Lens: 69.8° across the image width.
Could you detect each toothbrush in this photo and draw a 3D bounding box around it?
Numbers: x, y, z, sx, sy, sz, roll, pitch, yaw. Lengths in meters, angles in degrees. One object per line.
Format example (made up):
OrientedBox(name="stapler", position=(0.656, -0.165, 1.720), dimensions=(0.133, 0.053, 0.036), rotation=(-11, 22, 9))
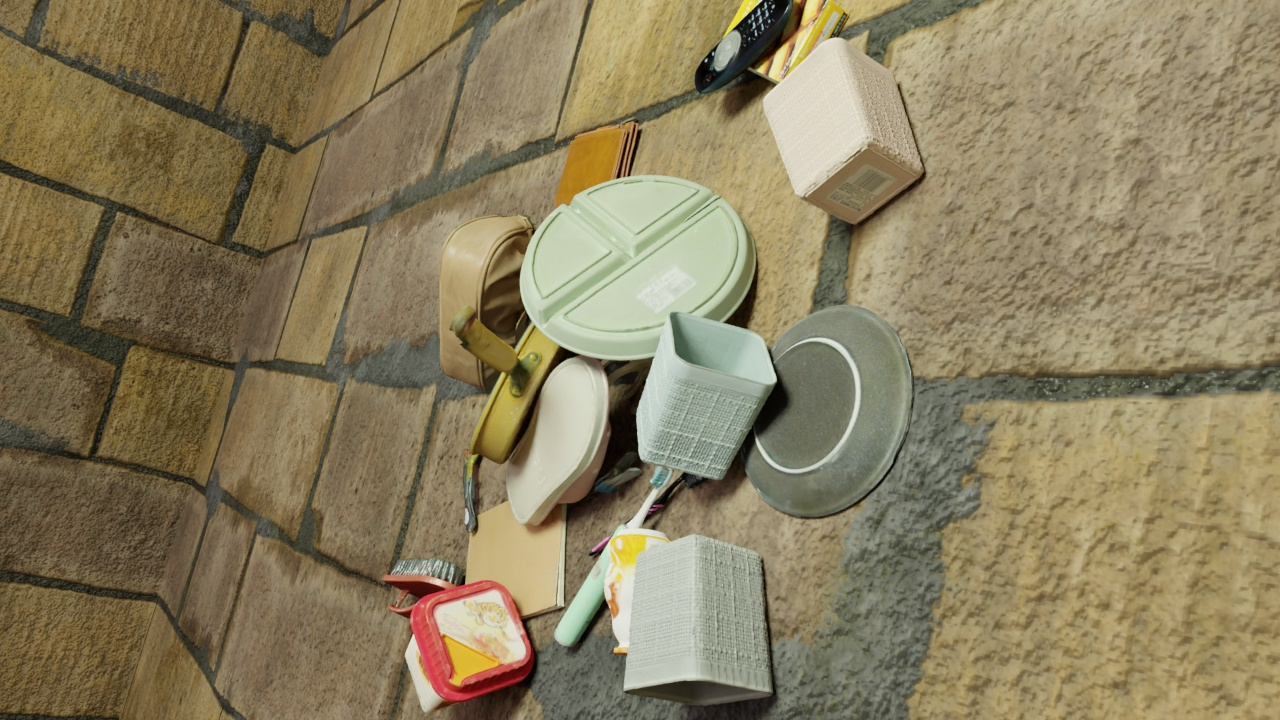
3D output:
OrientedBox(name="toothbrush", position=(-0.024, 0.189, 0.882), dimensions=(0.225, 0.027, 0.026), rotation=(-60, 37, 20))
OrientedBox(name="toothbrush", position=(0.005, 0.149, 0.885), dimensions=(0.190, 0.014, 0.017), rotation=(-44, 54, 35))

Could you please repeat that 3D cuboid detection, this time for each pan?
OrientedBox(name="pan", position=(-0.136, 0.005, 0.942), dimensions=(0.197, 0.078, 0.358), rotation=(-63, 1, -9))

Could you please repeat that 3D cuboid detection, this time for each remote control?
OrientedBox(name="remote control", position=(0.105, -0.312, 0.906), dimensions=(0.137, 0.024, 0.053), rotation=(-35, 49, 42))

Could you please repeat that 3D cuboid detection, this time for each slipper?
OrientedBox(name="slipper", position=(-0.079, 0.090, 0.959), dimensions=(0.275, 0.054, 0.114), rotation=(-57, 46, 47))

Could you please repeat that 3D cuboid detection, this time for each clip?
OrientedBox(name="clip", position=(-0.023, 0.115, 0.931), dimensions=(0.057, 0.024, 0.028), rotation=(-44, 46, 28))
OrientedBox(name="clip", position=(-0.007, 0.005, 0.931), dimensions=(0.100, 0.098, 0.035), rotation=(-67, 32, 26))

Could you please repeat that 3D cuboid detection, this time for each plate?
OrientedBox(name="plate", position=(0.139, 0.038, 0.742), dimensions=(0.180, 0.024, 0.179), rotation=(-30, 51, 45))
OrientedBox(name="plate", position=(-0.005, -0.098, 0.877), dimensions=(0.230, 0.027, 0.229), rotation=(-6, 53, 7))

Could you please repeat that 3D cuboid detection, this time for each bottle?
OrientedBox(name="bottle", position=(-0.002, 0.207, 0.819), dimensions=(0.063, 0.063, 0.108), rotation=(-22, 56, 48))

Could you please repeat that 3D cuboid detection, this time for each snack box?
OrientedBox(name="snack box", position=(0.138, -0.328, 0.919), dimensions=(0.087, 0.033, 0.140), rotation=(-59, 34, 16))

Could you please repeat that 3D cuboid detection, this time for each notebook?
OrientedBox(name="notebook", position=(-0.148, 0.228, 1.062), dimensions=(0.212, 0.012, 0.149), rotation=(-30, 49, 44))

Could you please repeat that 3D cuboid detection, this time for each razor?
OrientedBox(name="razor", position=(-0.219, 0.156, 1.180), dimensions=(0.043, 0.022, 0.142), rotation=(-42, 39, 38))

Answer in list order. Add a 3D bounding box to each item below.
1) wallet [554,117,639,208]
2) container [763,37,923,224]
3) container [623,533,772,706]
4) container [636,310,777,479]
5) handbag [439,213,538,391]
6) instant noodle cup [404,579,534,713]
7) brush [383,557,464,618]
OrientedBox(name="wallet", position=(-0.056, -0.249, 1.148), dimensions=(0.131, 0.035, 0.119), rotation=(8, 81, 54))
OrientedBox(name="container", position=(0.168, -0.184, 0.757), dimensions=(0.090, 0.090, 0.110), rotation=(-37, 49, 39))
OrientedBox(name="container", position=(0.046, 0.207, 0.733), dimensions=(0.090, 0.090, 0.114), rotation=(-30, 48, 44))
OrientedBox(name="container", position=(0.050, 0.033, 0.787), dimensions=(0.089, 0.090, 0.112), rotation=(-94, 22, -60))
OrientedBox(name="handbag", position=(-0.166, -0.067, 1.064), dimensions=(0.147, 0.100, 0.205), rotation=(-54, -21, -47))
OrientedBox(name="instant noodle cup", position=(-0.193, 0.315, 0.989), dimensions=(0.124, 0.116, 0.116), rotation=(-54, 54, 43))
OrientedBox(name="brush", position=(-0.271, 0.289, 1.153), dimensions=(0.146, 0.063, 0.069), rotation=(-18, 44, 51))
